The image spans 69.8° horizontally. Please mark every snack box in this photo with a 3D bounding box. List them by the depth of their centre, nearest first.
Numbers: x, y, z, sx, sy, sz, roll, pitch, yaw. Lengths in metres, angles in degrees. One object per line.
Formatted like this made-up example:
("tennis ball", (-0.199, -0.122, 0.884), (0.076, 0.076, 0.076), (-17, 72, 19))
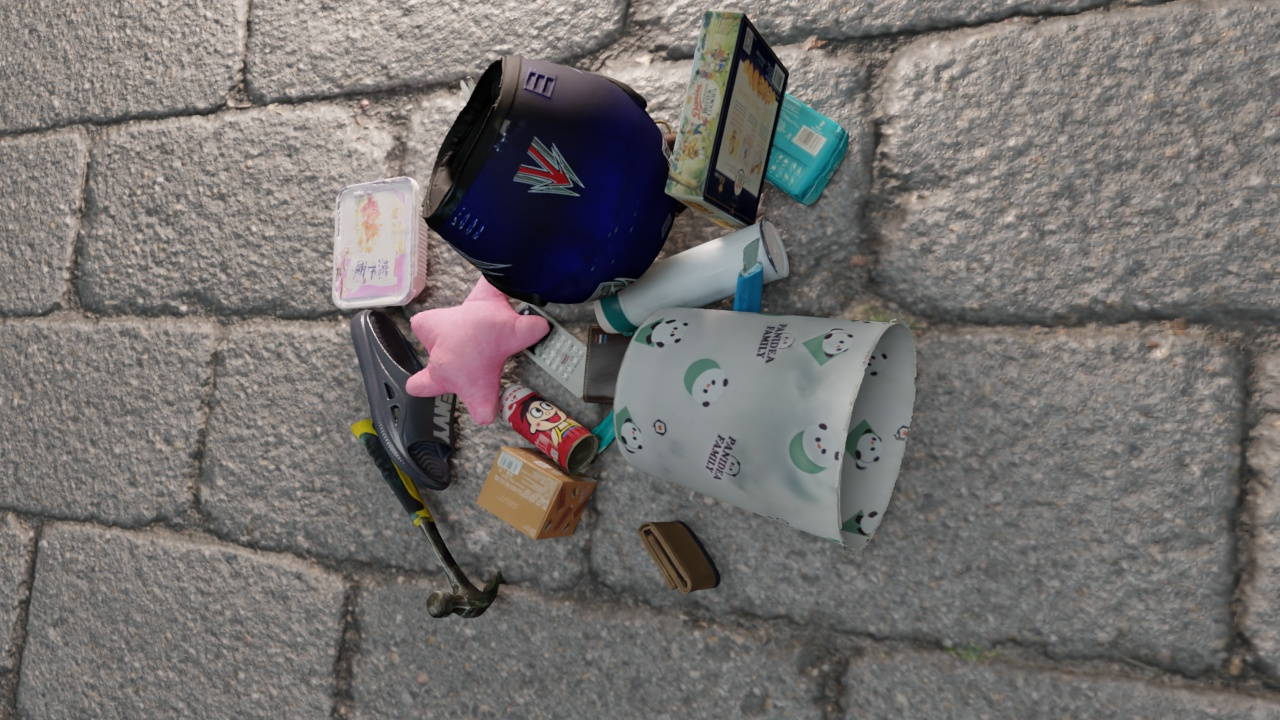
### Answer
("snack box", (0.094, -0.239, 0.946), (0.046, 0.177, 0.182), (15, 94, 23))
("snack box", (-0.123, 0.158, 1.101), (0.093, 0.094, 0.077), (26, 95, 24))

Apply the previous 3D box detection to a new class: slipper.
("slipper", (-0.295, 0.037, 1.185), (0.083, 0.110, 0.268), (-31, 70, 15))

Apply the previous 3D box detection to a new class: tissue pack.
("tissue pack", (0.163, -0.247, 1.042), (0.133, 0.050, 0.093), (40, 103, 23))

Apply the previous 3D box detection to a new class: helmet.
("helmet", (-0.089, -0.184, 0.993), (0.247, 0.240, 0.315), (-62, 22, 4))

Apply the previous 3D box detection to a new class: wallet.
("wallet", (0.044, 0.216, 1.010), (0.033, 0.115, 0.090), (-37, 71, 9))
("wallet", (-0.006, 0.006, 1.092), (0.122, 0.020, 0.096), (3, 83, 18))

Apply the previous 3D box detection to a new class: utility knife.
("utility knife", (0.115, -0.074, 0.970), (0.034, 0.194, 0.018), (-21, 65, -7))
("utility knife", (0.002, 0.030, 1.103), (0.029, 0.013, 0.223), (43, 101, 21))

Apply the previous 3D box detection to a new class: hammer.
("hammer", (-0.283, 0.195, 1.173), (0.032, 0.126, 0.323), (-49, 58, 13))

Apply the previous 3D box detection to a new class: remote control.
("remote control", (-0.109, -0.015, 1.154), (0.150, 0.021, 0.058), (38, 100, 22))

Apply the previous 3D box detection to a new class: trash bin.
("trash bin", (0.126, 0.052, 0.943), (0.252, 0.229, 0.229), (12, 89, 30))

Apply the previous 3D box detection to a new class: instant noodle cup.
("instant noodle cup", (-0.347, -0.154, 1.254), (0.138, 0.060, 0.173), (-3, 84, 23))

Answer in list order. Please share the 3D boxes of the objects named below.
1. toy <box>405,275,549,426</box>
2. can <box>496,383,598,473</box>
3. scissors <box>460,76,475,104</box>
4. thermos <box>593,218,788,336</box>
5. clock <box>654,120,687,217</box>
("toy", (-0.213, -0.029, 1.145), (0.178, 0.074, 0.194), (25, 79, 18))
("can", (-0.116, 0.081, 1.122), (0.133, 0.053, 0.053), (33, 98, 30))
("scissors", (-0.170, -0.270, 1.157), (0.143, 0.021, 0.234), (-6, 78, 16))
("thermos", (0.051, -0.086, 1.029), (0.225, 0.073, 0.073), (-19, 77, 25))
("clock", (0.019, -0.226, 1.100), (0.082, 0.055, 0.122), (-3, 86, 25))
